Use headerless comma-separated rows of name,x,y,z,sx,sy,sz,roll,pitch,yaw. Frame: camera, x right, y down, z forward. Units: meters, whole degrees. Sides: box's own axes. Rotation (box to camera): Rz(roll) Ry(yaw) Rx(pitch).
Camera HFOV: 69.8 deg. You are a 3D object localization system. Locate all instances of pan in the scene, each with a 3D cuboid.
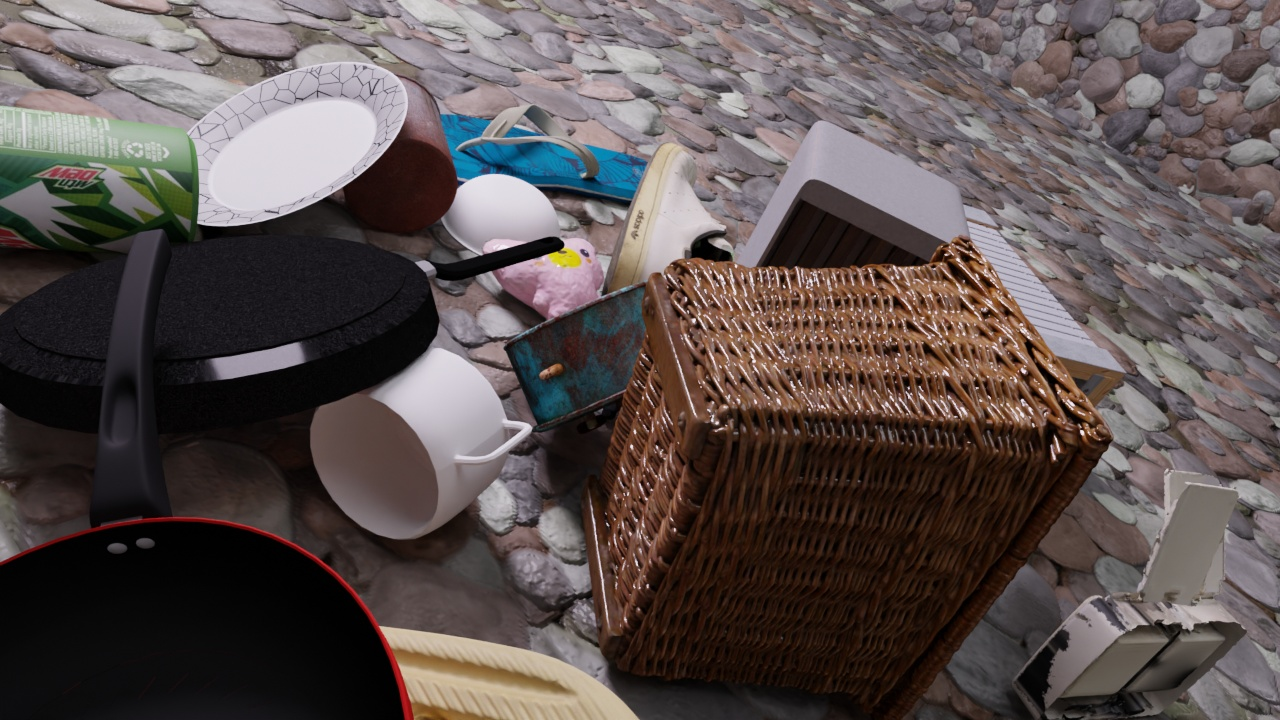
pan,-0.182,-0.044,0.548,0.225,0.034,0.355,22,32,39
pan,-0.188,0.092,0.332,0.209,0.067,0.355,-10,51,-6

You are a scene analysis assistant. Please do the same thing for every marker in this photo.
marker,-0.004,0.004,0.717,0.011,0.011,0.151,28,33,1

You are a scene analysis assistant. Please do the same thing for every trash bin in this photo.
trash bin,0.273,-0.029,0.832,0.142,0.143,0.246,11,37,-23
trash bin,0.117,-0.028,0.646,0.114,0.229,0.114,26,34,-3

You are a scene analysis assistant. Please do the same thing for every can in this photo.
can,-0.355,-0.109,0.561,0.143,0.083,0.083,-1,43,-35

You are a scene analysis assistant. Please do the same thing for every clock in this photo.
clock,-0.025,0.003,0.611,0.121,0.158,0.073,-23,90,-8

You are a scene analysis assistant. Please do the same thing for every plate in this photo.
plate,-0.259,-0.159,0.678,0.189,0.016,0.188,-8,49,9

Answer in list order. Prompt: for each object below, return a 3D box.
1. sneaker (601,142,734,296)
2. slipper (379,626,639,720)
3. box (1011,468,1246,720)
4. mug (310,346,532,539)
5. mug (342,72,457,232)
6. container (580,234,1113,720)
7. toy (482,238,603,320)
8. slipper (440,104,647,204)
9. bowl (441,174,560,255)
sneaker,0.040,-0.120,0.838,0.102,0.089,0.240,19,40,1
slipper,-0.112,0.165,0.364,0.261,0.079,0.111,10,55,9
box,0.333,0.159,0.598,0.145,0.186,0.066,11,11,-30
mug,-0.115,0.044,0.500,0.116,0.094,0.067,-1,21,28
mug,-0.215,-0.164,0.740,0.123,0.096,0.110,-18,42,-7
container,0.078,0.068,0.498,0.183,0.251,0.162,5,39,-14
toy,-0.069,-0.063,0.727,0.102,0.050,0.093,-5,50,-35
slipper,-0.094,-0.211,0.902,0.294,0.060,0.118,3,37,-32
bowl,-0.114,-0.131,0.795,0.110,0.041,0.109,18,35,-13
